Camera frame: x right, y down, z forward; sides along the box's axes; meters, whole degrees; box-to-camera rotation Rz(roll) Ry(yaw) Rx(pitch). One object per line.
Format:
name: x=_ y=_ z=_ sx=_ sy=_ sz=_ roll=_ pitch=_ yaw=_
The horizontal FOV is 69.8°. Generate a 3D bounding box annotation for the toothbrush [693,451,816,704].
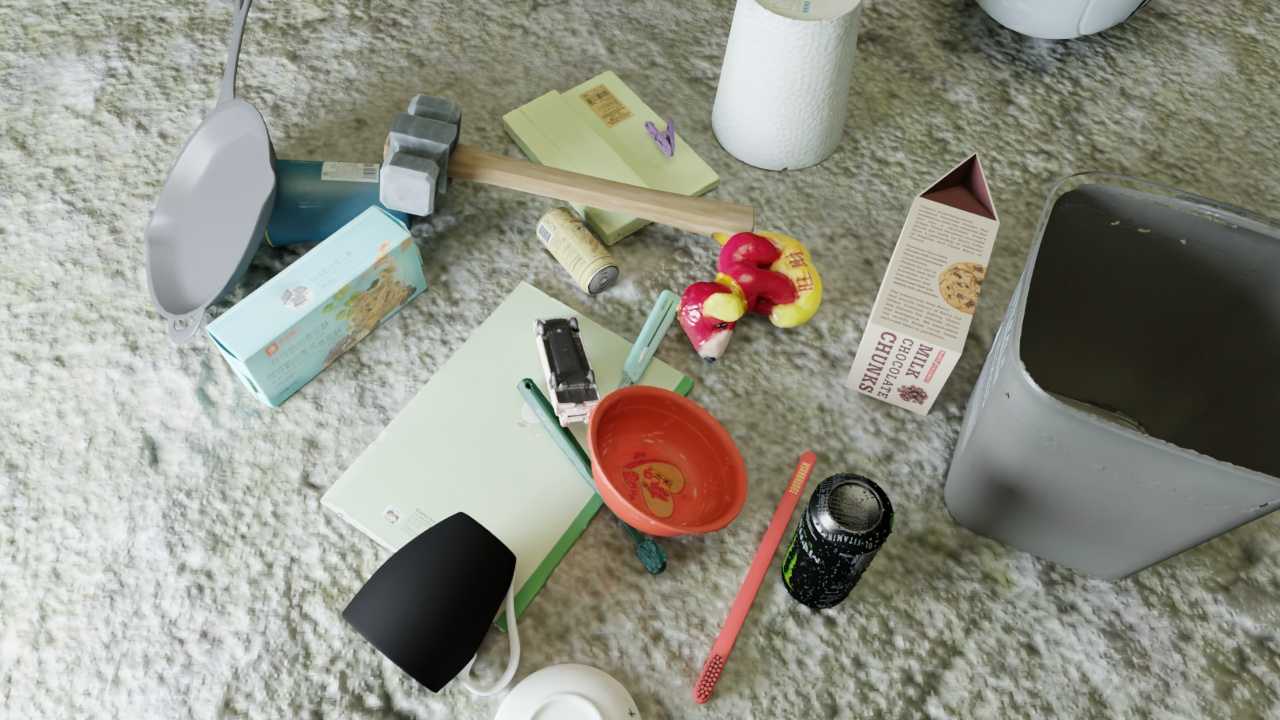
toothbrush: x=0.087 y=0.150 z=0.671 sx=0.012 sy=0.018 sz=0.212 roll=24 pitch=61 yaw=13

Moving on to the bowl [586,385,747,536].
bowl: x=0.012 y=0.082 z=0.681 sx=0.130 sy=0.045 sz=0.130 roll=18 pitch=42 yaw=-18

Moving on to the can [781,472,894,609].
can: x=0.129 y=0.125 z=0.617 sx=0.054 sy=0.138 sz=0.053 roll=1 pitch=58 yaw=-1

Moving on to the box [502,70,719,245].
box: x=-0.030 y=-0.204 z=0.889 sx=0.137 sy=0.024 sz=0.187 roll=-29 pitch=63 yaw=-20

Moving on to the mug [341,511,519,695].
mug: x=-0.123 y=0.168 z=0.623 sx=0.119 sy=0.085 sz=0.100 roll=44 pitch=70 yaw=-11

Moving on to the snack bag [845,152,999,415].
snack bag: x=0.242 y=-0.071 z=0.766 sx=0.070 sy=0.094 sz=0.205 roll=21 pitch=60 yaw=11

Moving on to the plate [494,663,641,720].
plate: x=-0.049 y=0.250 z=0.603 sx=0.104 sy=0.026 sz=0.104 roll=1 pitch=58 yaw=-1

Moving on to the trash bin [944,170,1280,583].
trash bin: x=0.325 y=0.029 z=0.630 sx=0.197 sy=0.220 sz=0.196 roll=20 pitch=60 yaw=12

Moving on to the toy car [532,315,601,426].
toy car: x=-0.060 y=0.007 z=0.735 sx=0.039 sy=0.039 sz=0.113 roll=-5 pitch=39 yaw=-14

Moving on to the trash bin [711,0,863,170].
trash bin: x=0.139 y=-0.282 z=0.856 sx=0.133 sy=0.162 sz=0.133 roll=0 pitch=58 yaw=-1

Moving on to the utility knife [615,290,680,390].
utility knife: x=-0.004 y=0.004 z=0.747 sx=0.022 sy=0.016 sz=0.176 roll=41 pitch=51 yaw=-16

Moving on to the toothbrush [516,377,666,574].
toothbrush: x=-0.039 y=0.084 z=0.701 sx=0.016 sy=0.017 sz=0.189 roll=-31 pitch=66 yaw=-20

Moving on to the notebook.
notebook: x=-0.099 y=0.062 z=0.729 sx=0.182 sy=0.010 sz=0.251 roll=30 pitch=63 yaw=17

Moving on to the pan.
pan: x=-0.357 y=-0.185 z=0.794 sx=0.217 sy=0.024 sz=0.354 roll=-7 pitch=73 yaw=38

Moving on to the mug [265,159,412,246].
mug: x=-0.268 y=-0.143 z=0.819 sx=0.121 sy=0.078 sz=0.078 roll=-3 pitch=58 yaw=-8

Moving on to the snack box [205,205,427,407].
snack box: x=-0.260 y=-0.045 z=0.755 sx=0.053 sy=0.075 sz=0.174 roll=36 pitch=64 yaw=20

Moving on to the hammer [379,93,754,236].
hammer: x=-0.058 y=-0.151 z=0.800 sx=0.323 sy=0.051 sz=0.117 roll=12 pitch=46 yaw=-6

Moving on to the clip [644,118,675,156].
clip: x=0.026 y=-0.218 z=0.884 sx=0.046 sy=0.014 sz=0.050 roll=-33 pitch=62 yaw=-31

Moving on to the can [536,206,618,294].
can: x=-0.056 y=-0.097 z=0.811 sx=0.038 sy=0.038 sz=0.079 roll=-31 pitch=64 yaw=-19

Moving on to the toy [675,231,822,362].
toy: x=0.090 y=-0.065 z=0.779 sx=0.137 sy=0.067 sz=0.105 roll=-28 pitch=79 yaw=-19

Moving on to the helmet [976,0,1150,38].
helmet: x=0.447 y=-0.439 z=0.959 sx=0.236 sy=0.164 sz=0.263 roll=33 pitch=57 yaw=14
